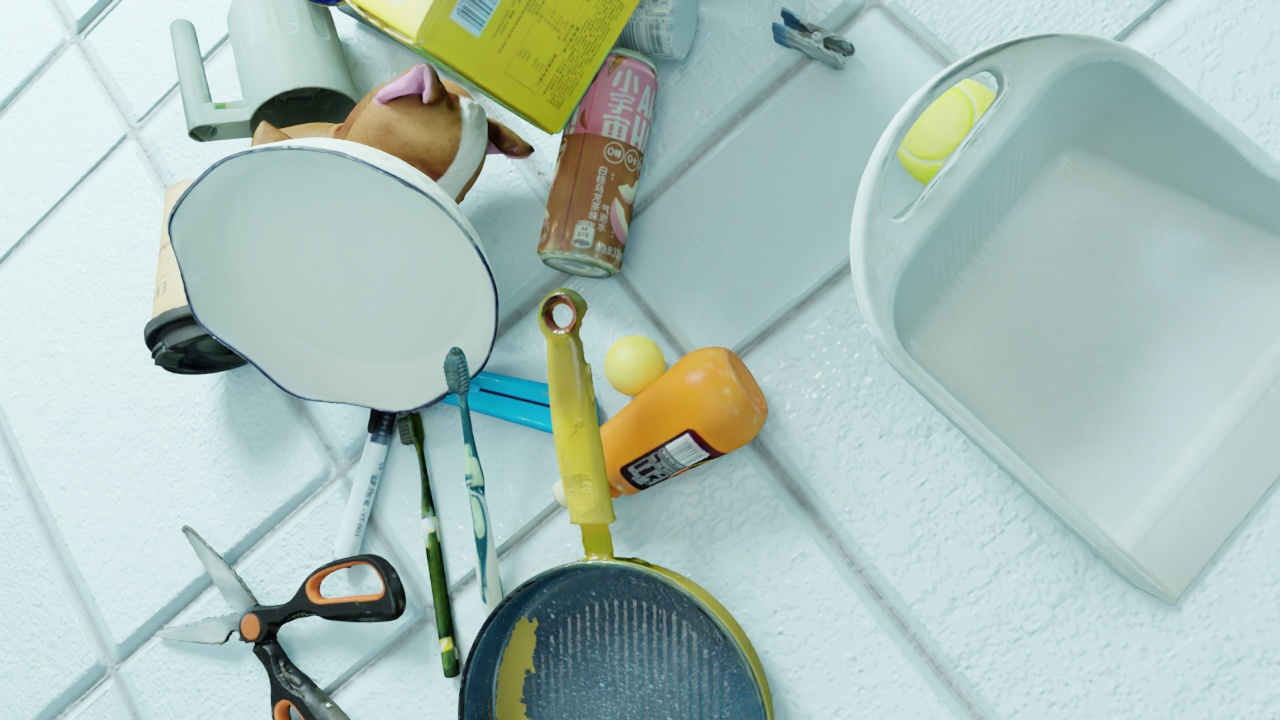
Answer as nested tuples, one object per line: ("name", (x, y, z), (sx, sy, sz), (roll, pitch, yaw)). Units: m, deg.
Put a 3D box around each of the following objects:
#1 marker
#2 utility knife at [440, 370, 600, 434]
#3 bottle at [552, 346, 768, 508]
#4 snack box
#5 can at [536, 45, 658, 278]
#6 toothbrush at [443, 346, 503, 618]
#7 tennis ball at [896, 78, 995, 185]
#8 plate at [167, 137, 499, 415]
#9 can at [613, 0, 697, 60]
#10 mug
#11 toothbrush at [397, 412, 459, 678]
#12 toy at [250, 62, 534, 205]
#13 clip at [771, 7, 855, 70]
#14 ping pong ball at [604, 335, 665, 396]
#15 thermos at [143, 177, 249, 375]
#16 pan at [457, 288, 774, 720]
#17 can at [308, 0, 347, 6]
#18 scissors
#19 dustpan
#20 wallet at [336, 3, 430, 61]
("marker", (-0.198, 0.084, 0.658), (0.018, 0.022, 0.130), (9, 81, 45))
("utility knife", (-0.129, 0.019, 0.650), (0.223, 0.018, 0.034), (12, 83, 20))
("bottle", (0.006, 0.051, 0.581), (0.150, 0.066, 0.066), (-34, 72, 17))
("snack box", (-0.055, -0.257, 0.534), (0.070, 0.157, 0.210), (36, 100, 23))
("can", (-0.028, -0.133, 0.622), (0.058, 0.058, 0.147), (9, 83, 19))
("toothbrush", (-0.109, 0.086, 0.600), (0.016, 0.018, 0.192), (-4, 100, 11))
("tennis ball", (0.186, -0.136, 0.551), (0.065, 0.065, 0.065), (-3, 80, 17))
("plate", (-0.189, -0.053, 0.590), (0.205, 0.205, 0.045), (-10, 40, 16))
("can", (-0.036, -0.245, 0.644), (0.147, 0.058, 0.058), (10, 84, 19))
("mug", (-0.283, -0.218, 0.692), (0.123, 0.084, 0.103), (-11, 71, -23))
("toothbrush", (-0.148, 0.126, 0.640), (0.017, 0.012, 0.185), (-17, 76, 20))
("toy", (-0.180, -0.125, 0.625), (0.200, 0.140, 0.130), (-22, 76, 20))
("clip", (0.114, -0.212, 0.610), (0.058, 0.025, 0.036), (31, 83, 16))
("ping pong ball", (-0.004, 0.004, 0.600), (0.040, 0.040, 0.040), (-3, 80, 17))
("thermos", (-0.324, -0.062, 0.691), (0.093, 0.093, 0.143), (-19, 68, 13))
("pan", (-0.025, 0.138, 0.545), (0.198, 0.078, 0.357), (-5, 85, 19))
("can", (-0.193, -0.319, 0.669), (0.148, 0.049, 0.074), (-35, 66, -7))
("scissors", (-0.253, 0.194, 0.653), (0.233, 0.021, 0.221), (-32, 76, 17))
("dustpan", (0.242, -0.037, 0.478), (0.258, 0.142, 0.223), (39, 93, 21))
("wallet", (-0.162, -0.291, 0.704), (0.130, 0.037, 0.106), (33, 92, 20))
